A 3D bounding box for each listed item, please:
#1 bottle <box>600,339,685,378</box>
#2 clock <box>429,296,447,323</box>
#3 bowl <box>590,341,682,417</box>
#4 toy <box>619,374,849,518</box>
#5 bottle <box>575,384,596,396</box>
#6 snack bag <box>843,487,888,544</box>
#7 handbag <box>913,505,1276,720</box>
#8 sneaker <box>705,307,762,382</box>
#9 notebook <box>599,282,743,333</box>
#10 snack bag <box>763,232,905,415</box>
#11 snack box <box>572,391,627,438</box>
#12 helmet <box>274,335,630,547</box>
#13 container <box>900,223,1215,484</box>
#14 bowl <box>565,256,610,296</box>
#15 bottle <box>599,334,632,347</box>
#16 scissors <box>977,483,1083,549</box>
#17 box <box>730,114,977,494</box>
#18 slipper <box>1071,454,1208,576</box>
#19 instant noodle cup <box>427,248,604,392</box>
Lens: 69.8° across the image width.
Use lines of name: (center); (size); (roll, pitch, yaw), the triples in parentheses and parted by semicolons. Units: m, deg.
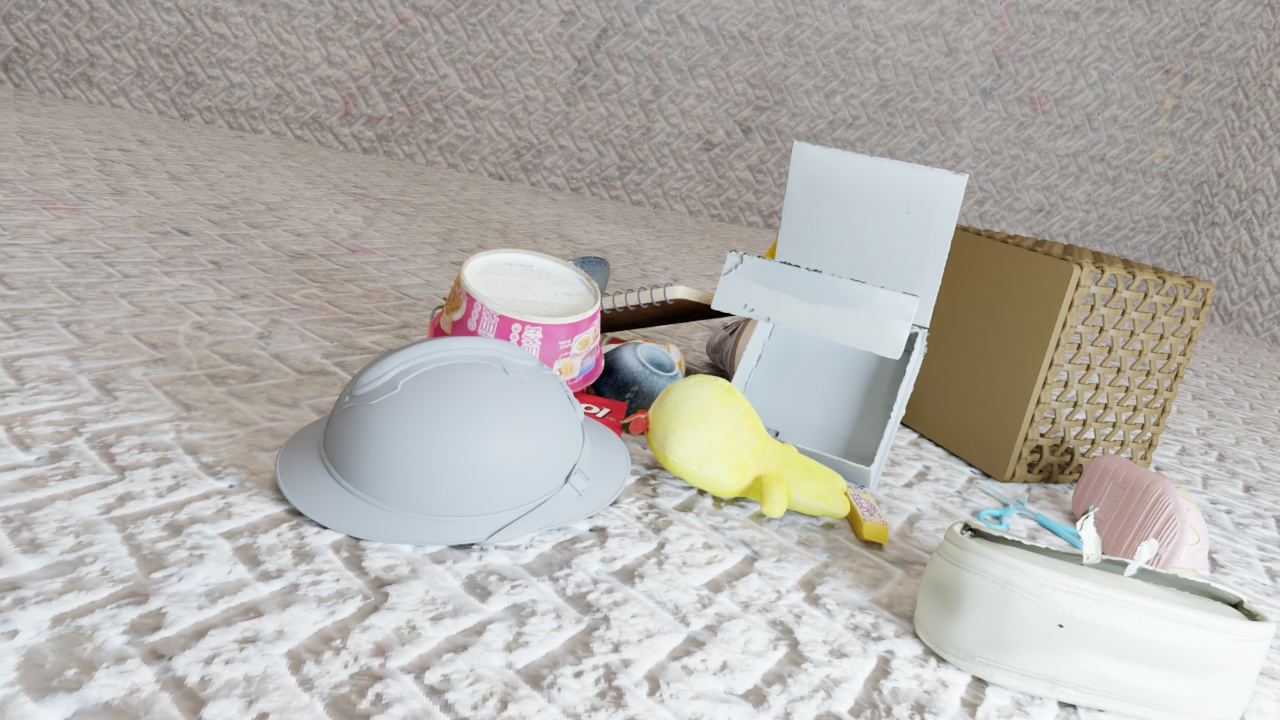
bottle: (-0.006, 0.006, 1.043); (0.108, 0.063, 0.063); (8, 16, -14)
clock: (-0.178, -0.027, 1.001); (0.118, 0.083, 0.057); (17, 23, 15)
bowl: (0.005, 0.018, 0.951); (0.110, 0.055, 0.110); (25, 31, -16)
toy: (0.087, 0.080, 0.810); (0.207, 0.092, 0.133); (31, 15, -1)
bottle: (-0.064, 0.032, 0.958); (0.036, 0.036, 0.118); (24, 20, 37)
snack bag: (0.197, 0.135, 0.812); (0.026, 0.020, 0.099); (10, 15, -3)
handbag: (0.325, 0.157, 0.650); (0.229, 0.132, 0.183); (19, 11, 16)
sneaker: (0.128, -0.010, 1.163); (0.116, 0.112, 0.293); (-7, 12, 17)
notebook: (-0.007, -0.063, 1.154); (0.226, 0.024, 0.167); (-6, -8, 33)
snack bag: (0.225, -0.037, 1.083); (0.068, 0.247, 0.159); (-31, 40, -2)
snack box: (-0.094, 0.060, 0.836); (0.152, 0.036, 0.132); (12, 15, 0)
helmet: (-0.126, 0.034, 0.681); (0.270, 0.118, 0.183); (-3, 34, -25)
container: (0.470, -0.008, 1.088); (0.214, 0.252, 0.219); (4, 17, -25)
bowl: (-0.094, -0.081, 1.264); (0.136, 0.137, 0.057); (-5, 62, -45)
bottle: (-0.060, -0.017, 1.122); (0.109, 0.044, 0.044); (16, 16, 17)
scissors: (0.385, 0.154, 0.900); (0.130, 0.015, 0.134); (21, 24, 28)
box: (0.191, -0.054, 0.877); (0.167, 0.331, 0.164); (17, 28, 20)
slipper: (0.477, 0.149, 0.857); (0.081, 0.093, 0.197); (22, 15, -2)
instant noodle cup: (-0.114, -0.046, 0.900); (0.178, 0.078, 0.178); (13, 30, -8)
